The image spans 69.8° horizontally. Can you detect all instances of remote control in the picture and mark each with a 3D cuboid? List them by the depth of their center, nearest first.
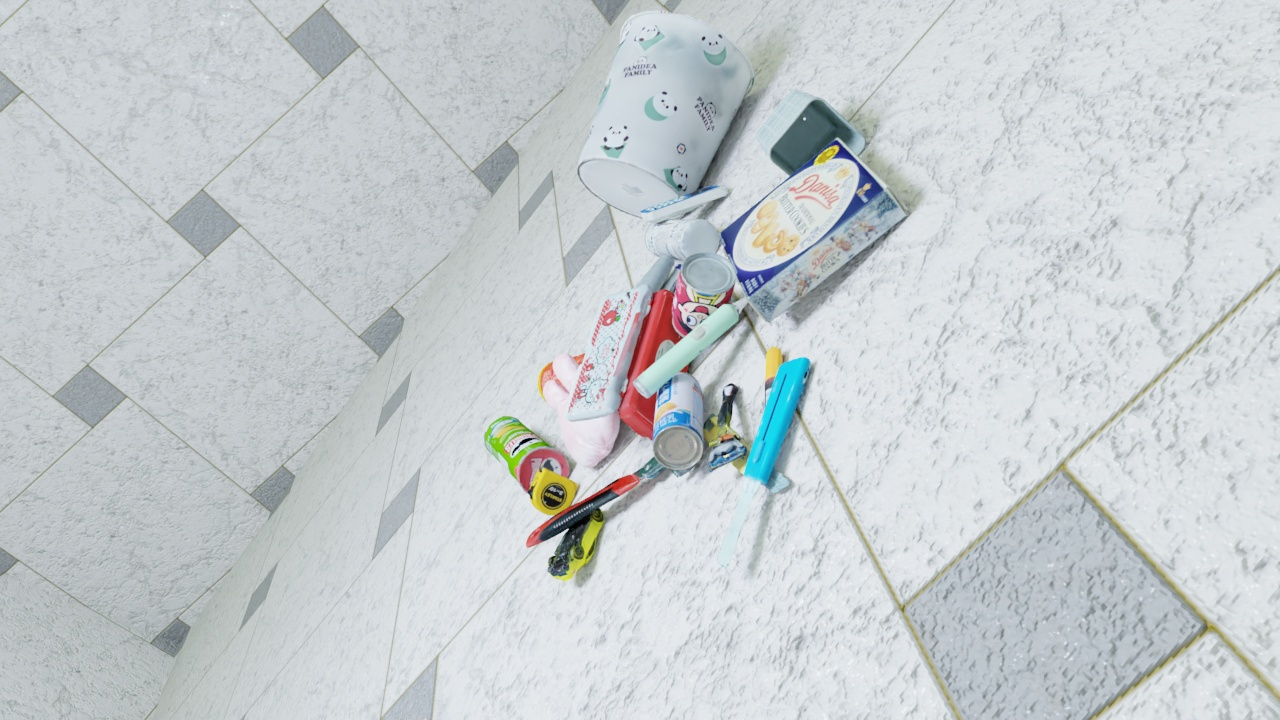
[{"bbox_3d":[0.063,-0.229,1.340,0.125,0.024,0.049,-22,16,-9],"label":"remote control"}]

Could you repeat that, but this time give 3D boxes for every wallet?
[{"bbox_3d":[-0.005,-0.084,1.320,0.129,0.037,0.107,-60,7,-18],"label":"wallet"}]

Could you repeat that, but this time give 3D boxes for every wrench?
[{"bbox_3d":[-0.037,0.157,1.062,0.274,0.016,0.056,-32,20,30],"label":"wrench"}]

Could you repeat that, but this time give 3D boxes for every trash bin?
[{"bbox_3d":[0.029,-0.373,1.447,0.230,0.229,0.251,-4,61,63],"label":"trash bin"}]

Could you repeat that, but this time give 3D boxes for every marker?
[{"bbox_3d":[0.135,0.035,0.930,0.018,0.015,0.123,-30,36,36],"label":"marker"},{"bbox_3d":[0.023,-0.074,1.302,0.145,0.017,0.017,-59,22,-7],"label":"marker"}]

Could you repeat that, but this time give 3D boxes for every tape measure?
[{"bbox_3d":[-0.117,0.172,1.198,0.029,0.060,0.057,10,74,64],"label":"tape measure"}]

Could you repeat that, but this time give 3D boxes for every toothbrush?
[{"bbox_3d":[0.081,-0.036,1.045,0.224,0.027,0.026,-40,61,-13],"label":"toothbrush"}]

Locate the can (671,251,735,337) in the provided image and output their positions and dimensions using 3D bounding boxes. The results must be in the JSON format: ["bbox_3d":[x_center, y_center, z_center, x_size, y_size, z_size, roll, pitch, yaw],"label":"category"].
[{"bbox_3d":[0.073,-0.074,1.091,0.094,0.066,0.066,100,-175,-53],"label":"can"}]

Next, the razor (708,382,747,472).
[{"bbox_3d":[0.090,0.060,0.951,0.043,0.022,0.142,-26,23,21],"label":"razor"}]

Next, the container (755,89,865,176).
[{"bbox_3d":[0.200,-0.269,1.115,0.090,0.090,0.111,-50,20,15],"label":"container"}]

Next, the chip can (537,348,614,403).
[{"bbox_3d":[-0.069,0.021,1.287,0.217,0.073,0.073,-16,45,58],"label":"chip can"}]

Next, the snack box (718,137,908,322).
[{"bbox_3d":[0.181,-0.148,1.008,0.183,0.046,0.177,-39,26,15],"label":"snack box"}]

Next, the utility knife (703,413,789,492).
[{"bbox_3d":[0.102,0.094,0.923,0.031,0.021,0.201,-56,27,2],"label":"utility knife"}]

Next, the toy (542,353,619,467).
[{"bbox_3d":[-0.078,0.063,1.206,0.159,0.054,0.122,53,132,36],"label":"toy"}]

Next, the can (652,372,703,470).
[{"bbox_3d":[0.042,0.063,1.004,0.053,0.053,0.134,-47,14,21],"label":"can"}]

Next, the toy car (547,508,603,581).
[{"bbox_3d":[-0.072,0.216,1.082,0.048,0.032,0.105,-29,22,39],"label":"toy car"}]

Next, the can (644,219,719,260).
[{"bbox_3d":[0.057,-0.173,1.313,0.058,0.058,0.147,-58,22,-4],"label":"can"}]

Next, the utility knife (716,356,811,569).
[{"bbox_3d":[0.114,0.092,0.862,0.034,0.018,0.233,-7,47,42],"label":"utility knife"}]

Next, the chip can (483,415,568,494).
[{"bbox_3d":[-0.173,0.137,1.343,0.072,0.072,0.236,-58,22,-5],"label":"chip can"}]

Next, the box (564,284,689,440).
[{"bbox_3d":[-0.010,0.004,1.131,0.100,0.110,0.200,-23,39,41],"label":"box"}]
